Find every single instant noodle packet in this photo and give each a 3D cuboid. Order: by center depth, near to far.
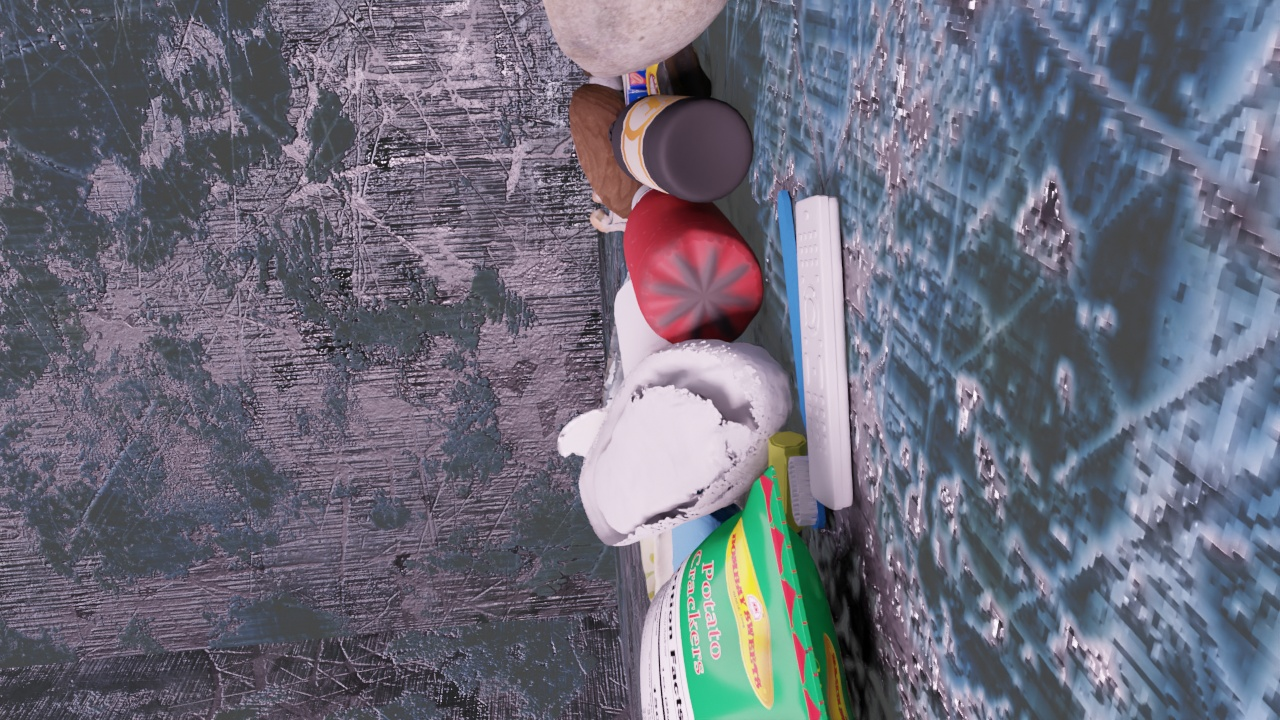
[{"bbox_3d":[0.049,0.177,0.424,0.253,0.090,0.195,107,156,-67],"label":"instant noodle packet"}]

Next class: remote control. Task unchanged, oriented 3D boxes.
[{"bbox_3d":[0.078,-0.004,0.389,0.033,0.012,0.131,-149,55,-82],"label":"remote control"}]

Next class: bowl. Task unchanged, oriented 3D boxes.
[{"bbox_3d":[0.014,-0.230,0.450,0.178,0.081,0.178,9,-91,-70],"label":"bowl"},{"bbox_3d":[-0.014,-0.178,0.761,0.118,0.030,0.117,37,-135,-49],"label":"bowl"},{"bbox_3d":[0.030,0.119,0.819,0.219,0.060,0.188,111,155,-78],"label":"bowl"}]

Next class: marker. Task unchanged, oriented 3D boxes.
[{"bbox_3d":[0.077,0.096,0.476,0.021,0.017,0.124,-103,9,-67],"label":"marker"}]

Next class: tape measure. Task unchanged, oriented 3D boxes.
[{"bbox_3d":[0.030,-0.190,0.658,0.064,0.037,0.065,-150,42,-78],"label":"tape measure"}]

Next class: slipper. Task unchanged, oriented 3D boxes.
[{"bbox_3d":[0.027,0.058,0.569,0.112,0.074,0.247,52,152,9],"label":"slipper"}]

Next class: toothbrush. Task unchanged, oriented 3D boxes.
[{"bbox_3d":[0.074,-0.003,0.443,0.016,0.014,0.166,106,160,-77],"label":"toothbrush"}]

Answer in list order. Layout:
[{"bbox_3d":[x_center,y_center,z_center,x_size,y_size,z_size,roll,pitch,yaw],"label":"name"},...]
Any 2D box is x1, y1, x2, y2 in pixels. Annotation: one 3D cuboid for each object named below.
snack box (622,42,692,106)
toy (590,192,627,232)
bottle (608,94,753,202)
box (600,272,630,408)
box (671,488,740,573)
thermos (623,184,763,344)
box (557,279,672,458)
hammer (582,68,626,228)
[{"bbox_3d":[0.008,-0.292,0.743,0.056,0.057,0.206,88,176,-72],"label":"snack box"},{"bbox_3d":[-0.007,-0.168,0.937,0.074,0.085,0.106,-57,0,-37],"label":"toy"},{"bbox_3d":[0.012,-0.143,0.600,0.181,0.059,0.059,-135,40,-66],"label":"bottle"},{"bbox_3d":[0.002,-0.065,0.842,0.208,0.037,0.189,-85,14,-54],"label":"box"},{"bbox_3d":[0.063,0.211,0.673,0.093,0.052,0.231,-161,65,-67],"label":"box"},{"bbox_3d":[0.024,-0.080,0.618,0.239,0.073,0.073,-104,11,-68],"label":"thermos"},{"bbox_3d":[-0.004,0.004,0.701,0.080,0.151,0.106,34,-146,-41],"label":"box"},{"bbox_3d":[-0.038,-0.289,0.856,0.176,0.080,0.326,-31,-67,-57],"label":"hammer"}]
